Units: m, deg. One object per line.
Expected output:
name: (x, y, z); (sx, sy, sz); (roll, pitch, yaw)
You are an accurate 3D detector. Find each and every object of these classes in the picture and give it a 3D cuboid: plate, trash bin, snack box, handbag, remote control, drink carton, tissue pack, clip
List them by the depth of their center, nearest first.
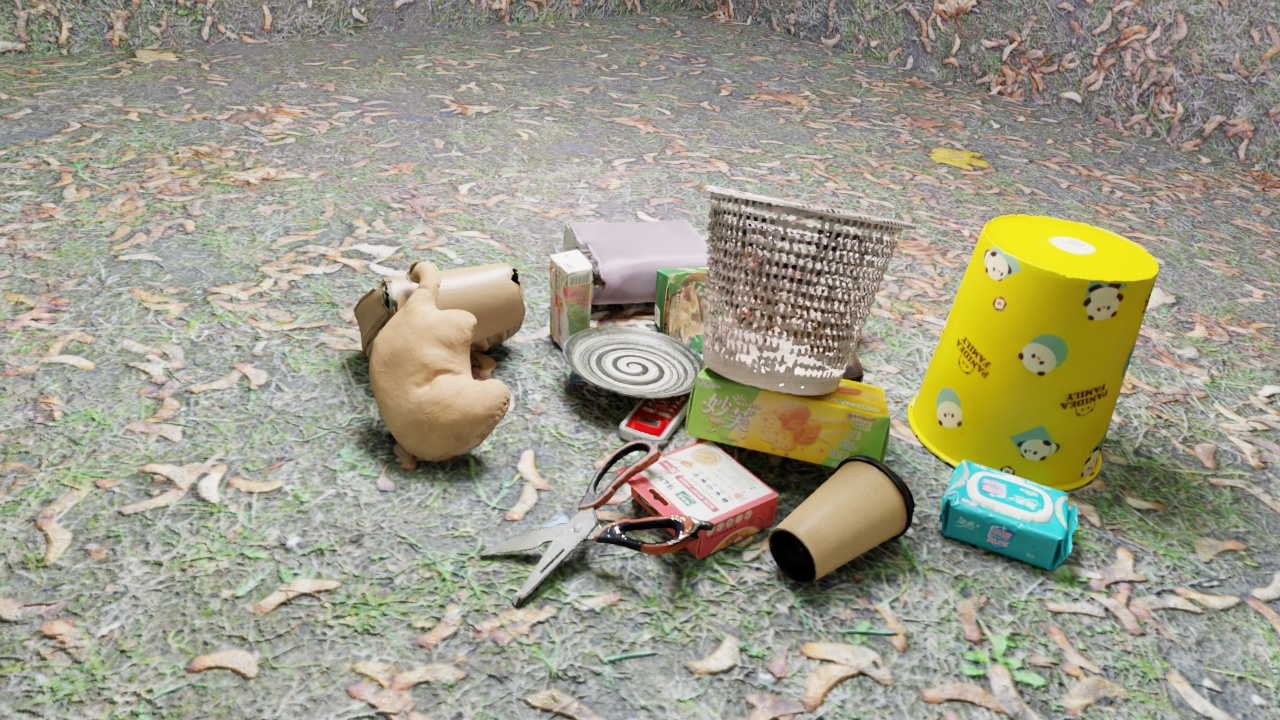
snack box: (0.055, 0.141, 0.931); (0.126, 0.044, 0.113); (-15, 37, -34)
tissue pack: (0.383, 0.159, 0.954); (0.133, 0.050, 0.093); (18, 31, 18)
trash bin: (0.156, -0.073, 0.972); (0.227, 0.192, 0.227); (10, 12, -2)
snack box: (0.167, 0.056, 1.029); (0.210, 0.070, 0.157); (12, 12, 10)
trash bin: (0.455, -0.017, 1.064); (0.229, 0.256, 0.229); (4, 30, -3)
remote control: (0.024, 0.059, 1.088); (0.056, 0.020, 0.135); (16, 32, 18)
handbag: (-0.237, -0.052, 1.119); (0.204, 0.148, 0.099); (-11, 72, -24)
plate: (-0.007, 0.007, 1.122); (0.179, 0.024, 0.179); (7, 28, -4)
clip: (-0.060, 0.026, 1.134); (0.056, 0.026, 0.024); (9, 26, 30)
drink carton: (-0.093, -0.076, 1.195); (0.045, 0.123, 0.053); (-12, 37, -25)
snack box: (0.071, -0.075, 1.249); (0.117, 0.118, 0.105); (-4, 20, -20)
handbag: (-0.002, -0.138, 1.341); (0.196, 0.099, 0.145); (-6, 31, -21)

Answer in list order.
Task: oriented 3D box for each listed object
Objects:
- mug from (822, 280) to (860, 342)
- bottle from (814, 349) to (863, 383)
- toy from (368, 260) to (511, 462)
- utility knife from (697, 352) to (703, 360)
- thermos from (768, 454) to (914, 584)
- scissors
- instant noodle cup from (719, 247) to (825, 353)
mug: (0.250, -0.070, 1.269); (0.103, 0.084, 0.124); (18, 26, -4)
bottle: (0.183, 0.010, 1.179); (0.195, 0.044, 0.079); (3, 32, -4)
toy: (-0.232, -0.001, 0.989); (0.143, 0.082, 0.226); (-27, 76, 2)
utility knife: (0.035, 0.004, 1.187); (0.187, 0.018, 0.034); (-7, 32, -23)
thermos: (0.196, 0.157, 0.895); (0.143, 0.093, 0.093); (-28, 44, -32)
scissors: (-0.040, 0.149, 0.869); (0.227, 0.015, 0.188); (-4, 43, 9)
instant noodle cup: (0.164, -0.064, 1.133); (0.108, 0.138, 0.137); (11, 30, -6)
